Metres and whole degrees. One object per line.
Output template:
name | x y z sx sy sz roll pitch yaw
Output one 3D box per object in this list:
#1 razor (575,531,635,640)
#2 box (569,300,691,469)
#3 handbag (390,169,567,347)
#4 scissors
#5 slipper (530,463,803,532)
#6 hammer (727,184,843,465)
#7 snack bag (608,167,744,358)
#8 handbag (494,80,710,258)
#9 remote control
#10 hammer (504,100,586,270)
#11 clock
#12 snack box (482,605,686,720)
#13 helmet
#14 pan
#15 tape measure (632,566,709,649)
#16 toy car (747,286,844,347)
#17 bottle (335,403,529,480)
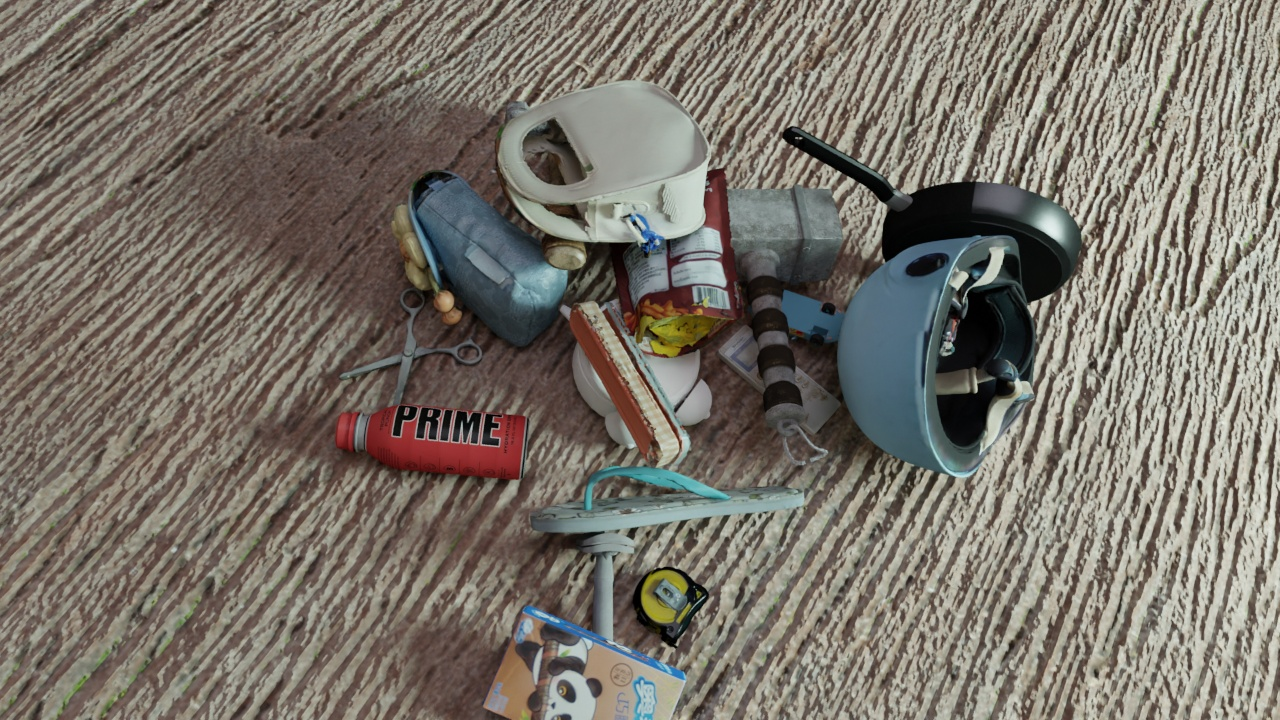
razor | -0.034 0.213 0.823 0.047 0.088 0.116 2 80 -9
box | -0.016 0.019 0.845 0.059 0.056 0.186 -37 60 9
handbag | -0.173 -0.095 0.936 0.192 0.122 0.118 42 62 8
scissors | -0.235 -0.020 0.942 0.141 0.014 0.174 -2 60 -15
slipper | 0.025 0.122 0.862 0.268 0.098 0.054 -2 88 -20
hammer | 0.132 -0.042 0.946 0.177 0.080 0.325 -1 57 -4
snack bag | 0.031 -0.109 0.917 0.139 0.067 0.207 -15 58 12
handbag | -0.042 -0.186 0.907 0.199 0.093 0.200 -11 48 -15
remote control | 0.148 0.020 0.988 0.136 0.011 0.050 41 62 13
hammer | -0.086 -0.190 0.981 0.121 0.049 0.318 5 37 -12
clock | -0.005 0.006 0.943 0.125 0.073 0.161 -20 74 -20
snack box | -0.047 0.279 0.778 0.151 0.034 0.087 23 86 3
helmet | 0.288 -0.002 0.918 0.167 0.225 0.264 -1 27 39
pan | 0.297 -0.148 0.971 0.355 0.205 0.044 24 68 -17
tape measure | 0.024 0.220 0.841 0.061 0.034 0.061 32 60 10
toy car | 0.172 -0.045 1.016 0.108 0.028 0.060 20 55 10
bottle | -0.196 0.075 0.867 0.176 0.062 0.062 6 60 -7
